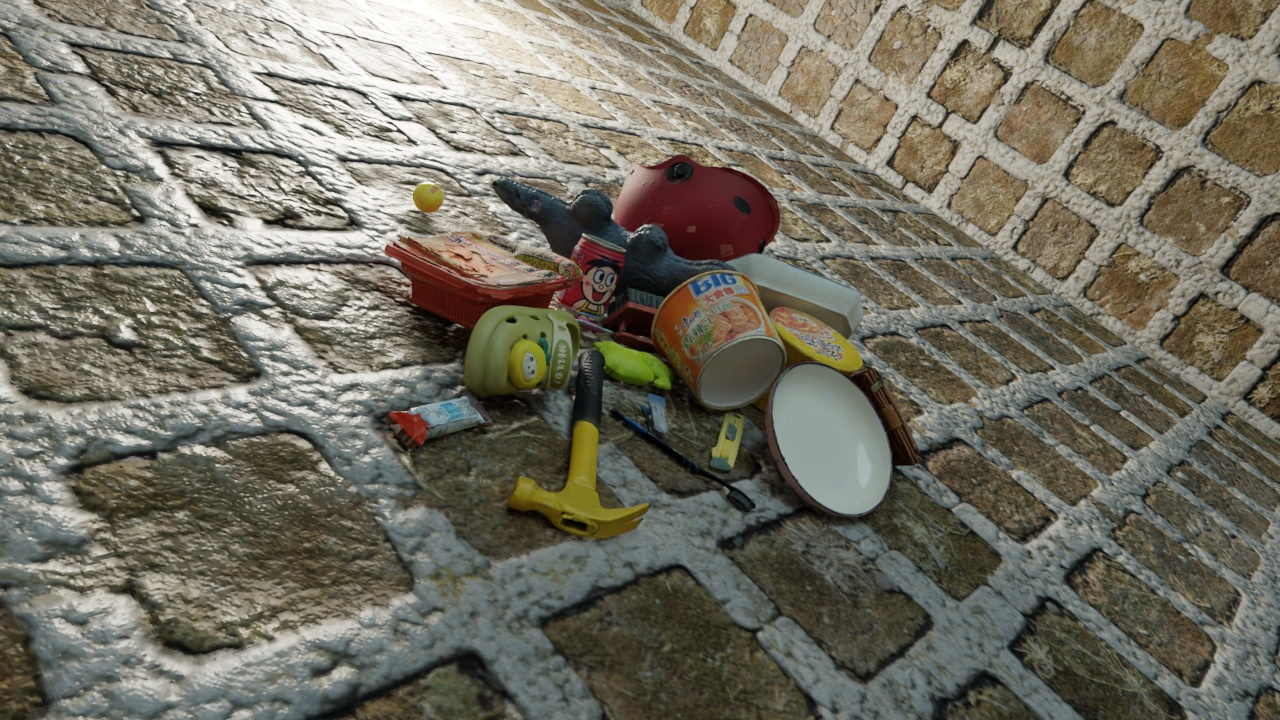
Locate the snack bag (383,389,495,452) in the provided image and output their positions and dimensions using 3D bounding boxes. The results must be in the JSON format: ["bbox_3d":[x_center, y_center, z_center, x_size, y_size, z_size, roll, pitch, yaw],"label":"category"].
[{"bbox_3d":[-0.183,0.054,0.845,0.048,0.026,0.104,45,29,17],"label":"snack bag"}]

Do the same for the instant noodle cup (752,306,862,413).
[{"bbox_3d":[0.205,0.012,1.208,0.138,0.110,0.137,22,27,-12],"label":"instant noodle cup"}]

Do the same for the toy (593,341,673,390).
[{"bbox_3d":[-0.007,0.006,1.100,0.097,0.031,0.100,40,25,26],"label":"toy"}]

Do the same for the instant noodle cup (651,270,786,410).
[{"bbox_3d":[0.101,-0.018,1.122,0.151,0.152,0.111,10,35,-33],"label":"instant noodle cup"}]

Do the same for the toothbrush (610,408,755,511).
[{"bbox_3d":[0.043,0.106,0.990,0.189,0.014,0.016,34,50,12],"label":"toothbrush"}]

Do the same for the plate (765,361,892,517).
[{"bbox_3d":[0.216,0.096,1.085,0.192,0.039,0.192,17,58,-29],"label":"plate"}]

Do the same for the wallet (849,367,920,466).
[{"bbox_3d":[0.314,0.073,1.179,0.130,0.035,0.119,64,-1,5],"label":"wallet"}]

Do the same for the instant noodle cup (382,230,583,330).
[{"bbox_3d":[-0.175,-0.088,1.024,0.165,0.079,0.188,24,21,25],"label":"instant noodle cup"}]

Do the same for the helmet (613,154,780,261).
[{"bbox_3d":[0.067,-0.176,1.317,0.240,0.207,0.143,4,53,34],"label":"helmet"}]

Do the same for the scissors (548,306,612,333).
[{"bbox_3d":[-0.084,-0.051,1.101,0.130,0.017,0.133,21,1,8],"label":"scissors"}]

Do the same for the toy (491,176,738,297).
[{"bbox_3d":[-0.040,-0.149,1.230,0.356,0.138,0.091,26,59,9],"label":"toy"}]

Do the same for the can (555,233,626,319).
[{"bbox_3d":[-0.062,-0.107,1.162,0.066,0.094,0.066,21,11,-4],"label":"can"}]

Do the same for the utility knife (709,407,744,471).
[{"bbox_3d":[0.106,0.085,1.095,0.031,0.020,0.189,33,21,-2],"label":"utility knife"}]

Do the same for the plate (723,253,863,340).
[{"bbox_3d":[0.191,-0.059,1.278,0.265,0.162,0.034,17,43,-26],"label":"plate"}]

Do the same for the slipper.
[{"bbox_3d":[-0.104,-0.010,0.953,0.082,0.092,0.190,12,13,26],"label":"slipper"}]

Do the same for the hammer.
[{"bbox_3d":[-0.055,0.073,0.930,0.128,0.033,0.300,23,27,-13],"label":"hammer"}]

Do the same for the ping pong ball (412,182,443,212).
[{"bbox_3d":[-0.283,-0.217,1.221,0.040,0.040,0.040,23,27,-12],"label":"ping pong ball"}]

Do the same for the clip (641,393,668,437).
[{"bbox_3d":[0.018,0.064,1.034,0.026,0.043,0.058,21,34,-22],"label":"clip"}]

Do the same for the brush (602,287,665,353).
[{"bbox_3d":[0.027,-0.042,1.197,0.145,0.063,0.069,12,61,-33],"label":"brush"}]
